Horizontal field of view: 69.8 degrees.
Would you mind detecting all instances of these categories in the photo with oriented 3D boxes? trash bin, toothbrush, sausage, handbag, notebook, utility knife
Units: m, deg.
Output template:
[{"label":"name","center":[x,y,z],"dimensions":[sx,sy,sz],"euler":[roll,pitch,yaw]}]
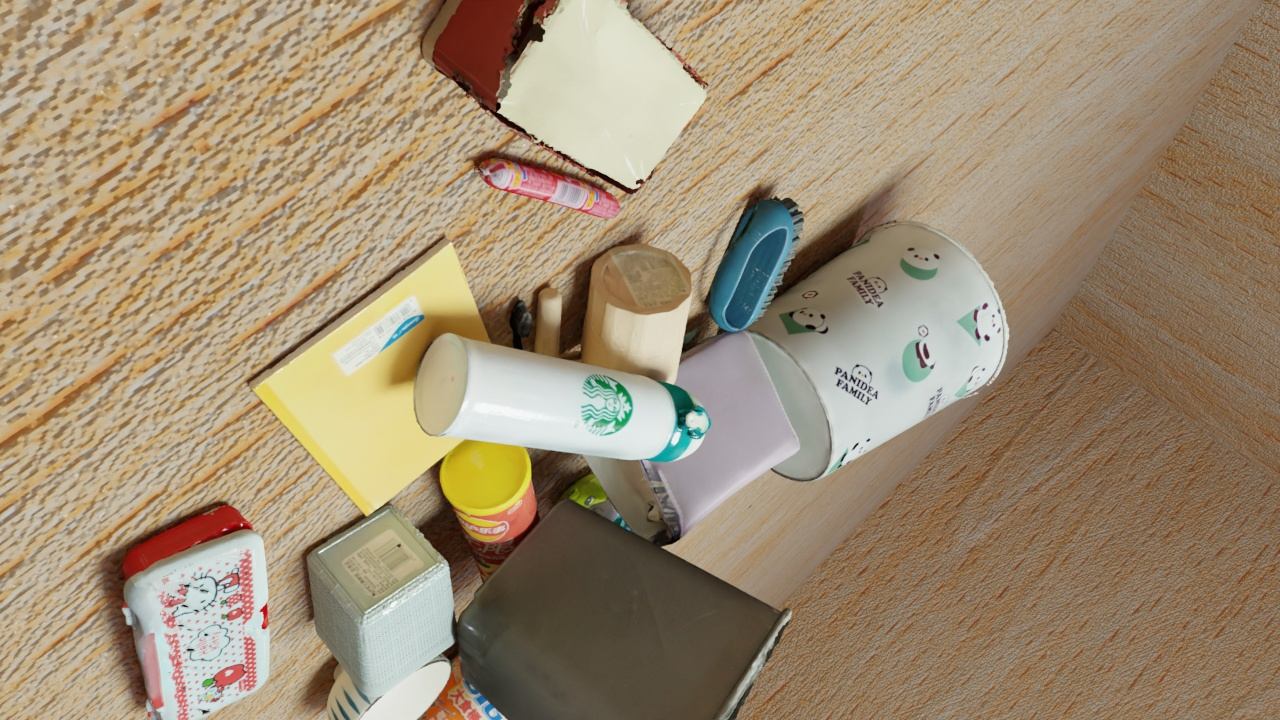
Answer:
[{"label":"trash bin","center":[0.231,-0.005,1.018],"dimensions":[0.251,0.229,0.230],"euler":[-28,150,-27]},{"label":"toothbrush","center":[-0.096,0.018,0.729],"dimensions":[0.014,0.016,0.190],"euler":[-29,151,-27]},{"label":"trash bin","center":[-0.022,0.255,0.777],"dimensions":[0.198,0.220,0.199],"euler":[-47,158,-35]},{"label":"sausage","center":[-0.055,-0.111,0.594],"dimensions":[0.020,0.020,0.155],"euler":[-56,156,17]},{"label":"handbag","center":[0.047,0.072,0.879],"dimensions":[0.196,0.145,0.099],"euler":[-30,179,-40]},{"label":"notebook","center":[-0.162,0.022,0.626],"dimensions":[0.145,0.010,0.206],"euler":[-40,155,-17]},{"label":"utility knife","center":[-0.005,0.005,0.862],"dimensions":[0.185,0.018,0.034],"euler":[-30,150,-39]}]

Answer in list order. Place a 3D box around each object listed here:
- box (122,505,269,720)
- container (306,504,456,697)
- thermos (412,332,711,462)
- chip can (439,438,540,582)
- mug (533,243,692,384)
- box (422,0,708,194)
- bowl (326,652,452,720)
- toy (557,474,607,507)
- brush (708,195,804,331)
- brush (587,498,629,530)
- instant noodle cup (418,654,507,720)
[{"label":"box","center":[-0.289,0.180,0.605],"dimensions":[0.086,0.047,0.202],"euler":[-28,150,-39]},{"label":"container","center":[-0.201,0.184,0.713],"dimensions":[0.089,0.090,0.112],"euler":[-32,149,-33]},{"label":"thermos","center":[-0.044,0.033,0.651],"dimensions":[0.224,0.073,0.073],"euler":[13,118,-41]},{"label":"chip can","center":[-0.123,0.143,0.805],"dimensions":[0.073,0.073,0.217],"euler":[-38,156,-23]},{"label":"mug","center":[-0.024,-0.025,0.723],"dimensions":[0.124,0.084,0.104],"euler":[-9,141,-16]},{"label":"box","center":[-0.027,-0.155,0.503],"dimensions":[0.091,0.077,0.168],"euler":[-53,157,12]},{"label":"bowl","center":[-0.240,0.297,0.846],"dimensions":[0.116,0.066,0.117],"euler":[-39,154,-23]},{"label":"toy","center":[-0.064,0.154,0.973],"dimensions":[0.100,0.031,0.096],"euler":[-52,158,19]},{"label":"brush","center":[0.100,-0.085,0.855],"dimensions":[0.073,0.055,0.144],"euler":[-26,149,-44]},{"label":"brush","center":[-0.016,0.166,0.994],"dimensions":[0.110,0.060,0.313],"euler":[-64,166,18]},{"label":"instant noodle cup","center":[-0.179,0.391,1.010],"dimensions":[0.111,0.151,0.151],"euler":[-36,155,-8]}]
